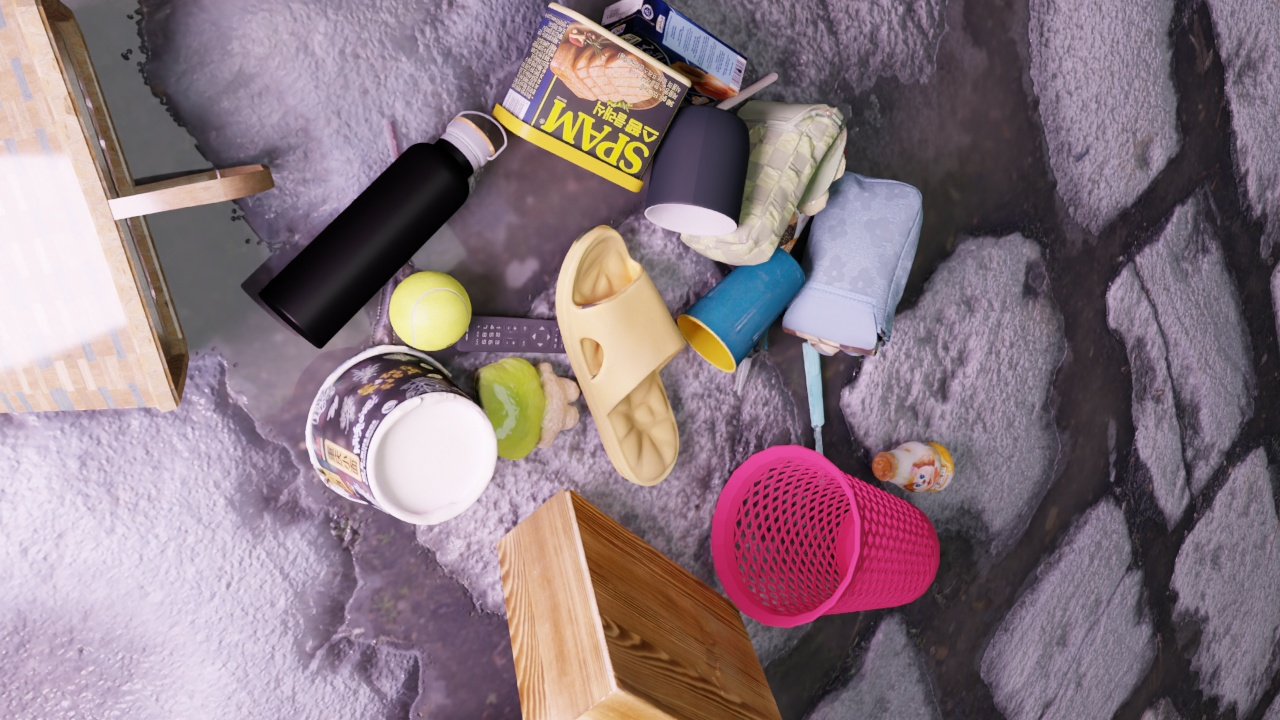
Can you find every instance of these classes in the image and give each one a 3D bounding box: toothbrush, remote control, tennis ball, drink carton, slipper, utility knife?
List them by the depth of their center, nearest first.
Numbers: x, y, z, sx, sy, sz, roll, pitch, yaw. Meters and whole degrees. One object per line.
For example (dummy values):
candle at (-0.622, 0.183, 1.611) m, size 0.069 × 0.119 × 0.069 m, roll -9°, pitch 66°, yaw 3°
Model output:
tennis ball at (-0.171, -0.041, 0.749) m, size 0.065 × 0.065 × 0.065 m, roll -8°, pitch 104°, yaw -33°
remote control at (-0.105, -0.023, 0.830) m, size 0.136 × 0.015 × 0.032 m, roll 1°, pitch 99°, yaw -37°
drink carton at (0.028, -0.281, 0.836) m, size 0.130 × 0.064 × 0.040 m, roll 19°, pitch 80°, yaw -36°
slipper at (-0.005, 0.005, 0.857) m, size 0.099 × 0.078 × 0.263 m, roll -36°, pitch 122°, yaw -37°
toothbrush at (0.071, -0.248, 0.903) m, size 0.180 × 0.016 × 0.018 m, roll -34°, pitch 111°, yaw -24°
utility knife at (0.205, 0.064, 1.060) m, size 0.022 × 0.016 × 0.179 m, roll -17°, pitch 107°, yaw -30°

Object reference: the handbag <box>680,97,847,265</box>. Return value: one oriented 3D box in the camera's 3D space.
handbag at (0.126, -0.171, 0.906) m, size 0.117 × 0.113 × 0.186 m, roll 35°, pitch 83°, yaw -43°

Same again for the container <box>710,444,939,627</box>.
container at (0.221, 0.203, 1.016) m, size 0.225 × 0.183 × 0.183 m, roll 18°, pitch 89°, yaw -43°

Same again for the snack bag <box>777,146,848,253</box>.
snack bag at (0.174, -0.183, 0.985) m, size 0.057 × 0.013 × 0.157 m, roll 41°, pitch 73°, yaw -32°

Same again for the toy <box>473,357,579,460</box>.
toy at (-0.101, 0.042, 0.826) m, size 0.115 × 0.046 × 0.092 m, roll -2°, pitch 90°, yaw -45°

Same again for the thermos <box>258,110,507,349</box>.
thermos at (-0.193, -0.113, 0.722) m, size 0.231 × 0.061 × 0.061 m, roll -50°, pitch 122°, yaw -16°

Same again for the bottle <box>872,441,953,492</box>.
bottle at (0.336, 0.132, 1.137) m, size 0.108 × 0.063 × 0.063 m, roll 4°, pitch 97°, yaw -35°

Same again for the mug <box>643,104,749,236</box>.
mug at (0.047, -0.169, 0.840) m, size 0.085 × 0.122 × 0.094 m, roll 13°, pitch 81°, yaw -18°

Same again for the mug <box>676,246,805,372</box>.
mug at (0.105, -0.057, 0.924) m, size 0.121 × 0.078 × 0.078 m, roll -46°, pitch 121°, yaw -14°

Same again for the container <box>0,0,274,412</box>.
container at (-0.329, -0.099, 0.577) m, size 0.186 × 0.157 × 0.250 m, roll -16°, pitch 109°, yaw -19°

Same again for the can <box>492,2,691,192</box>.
can at (-0.039, -0.222, 0.778) m, size 0.135 × 0.075 × 0.104 m, roll 19°, pitch 107°, yaw -36°

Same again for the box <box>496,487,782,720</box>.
box at (-0.061, 0.358, 0.832) m, size 0.316 × 0.281 × 0.279 m, roll -40°, pitch 124°, yaw 11°

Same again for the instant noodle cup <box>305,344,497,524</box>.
instant noodle cup at (-0.183, 0.066, 0.735) m, size 0.137 × 0.112 × 0.137 m, roll -9°, pitch 106°, yaw -33°

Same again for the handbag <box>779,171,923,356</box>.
handbag at (0.228, -0.099, 0.988) m, size 0.118 × 0.122 × 0.192 m, roll 32°, pitch 73°, yaw -71°

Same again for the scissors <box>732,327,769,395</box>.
scissors at (0.128, -0.039, 0.983) m, size 0.140 × 0.019 × 0.128 m, roll -36°, pitch 117°, yaw -24°
